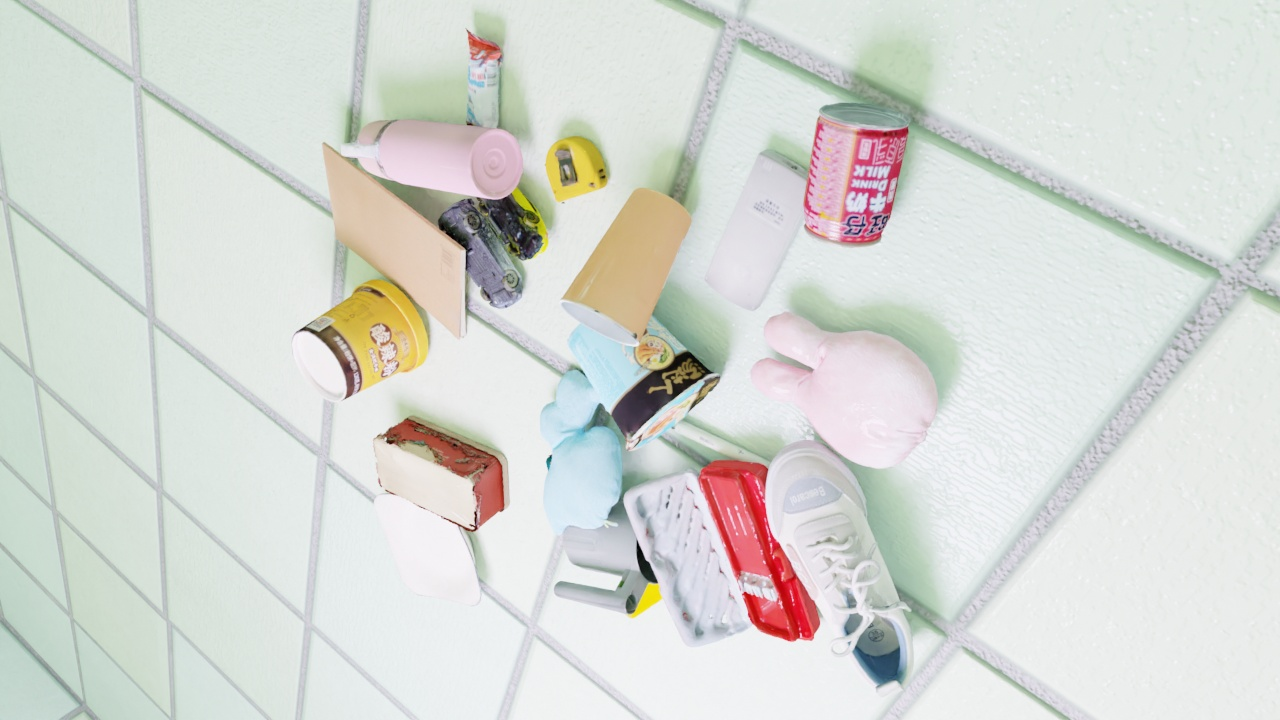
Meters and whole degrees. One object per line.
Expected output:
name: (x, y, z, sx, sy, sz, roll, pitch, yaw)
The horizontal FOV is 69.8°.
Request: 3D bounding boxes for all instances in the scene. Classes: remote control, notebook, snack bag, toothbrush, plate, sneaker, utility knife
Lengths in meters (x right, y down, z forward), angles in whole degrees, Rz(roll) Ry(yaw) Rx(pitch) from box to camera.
remote control: (0.100, -0.107, 0.775, 0.056, 0.019, 0.135, 35, 129, 17)
notebook: (-0.270, -0.129, 1.012, 0.211, 0.012, 0.150, 37, 146, 15)
snack bag: (-0.152, -0.260, 0.878, 0.048, 0.026, 0.104, 33, 129, 30)
toothbrush: (0.106, 0.097, 0.874, 0.190, 0.020, 0.029, 25, 120, 25)
plate: (-0.274, 0.243, 1.219, 0.165, 0.034, 0.164, -1, 112, 37)
sneaker: (0.174, 0.187, 0.800, 0.090, 0.090, 0.242, -22, 106, 16)
utility knife: (0.018, 0.250, 1.022, 0.033, 0.015, 0.154, 53, 133, 10)

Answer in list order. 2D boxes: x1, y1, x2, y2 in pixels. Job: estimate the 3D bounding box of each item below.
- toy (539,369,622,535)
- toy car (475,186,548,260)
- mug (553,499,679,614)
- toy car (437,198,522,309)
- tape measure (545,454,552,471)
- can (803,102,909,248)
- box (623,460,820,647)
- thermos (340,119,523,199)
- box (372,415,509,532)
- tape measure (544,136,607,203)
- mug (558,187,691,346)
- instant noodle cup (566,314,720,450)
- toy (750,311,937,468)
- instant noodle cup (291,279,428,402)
toy: (-0.061, 0.101, 0.953, 0.156, 0.049, 0.162, 49, 113, 32)
toy car: (-0.126, -0.147, 0.914, 0.105, 0.032, 0.048, 52, 132, 18)
mug: (-0.028, 0.202, 0.962, 0.104, 0.123, 0.084, 0, 136, 38)
toy car: (-0.163, -0.110, 0.957, 0.054, 0.036, 0.120, -18, 108, 45)
tape measure: (-0.078, 0.133, 1.025, 0.055, 0.025, 0.058, -2, 112, 38)
can: (0.159, -0.138, 0.685, 0.066, 0.066, 0.094, 21, 123, 27)
box: (0.083, 0.194, 0.904, 0.160, 0.064, 0.201, -12, 112, 24)
thermos: (-0.212, -0.202, 0.901, 0.199, 0.087, 0.067, 17, 111, 37)
box: (-0.250, 0.139, 1.120, 0.168, 0.077, 0.091, 18, 123, 28)
tape measure: (-0.063, -0.178, 0.853, 0.060, 0.028, 0.057, -8, 107, 38)
mug: (-0.007, -0.083, 0.796, 0.078, 0.122, 0.078, 28, 170, 5)
instant noodle cup: (-0.005, 0.005, 0.860, 0.120, 0.111, 0.111, 51, 132, 12)
toy: (0.168, 0.021, 0.768, 0.159, 0.054, 0.121, 31, 129, 22)
instant noodle cup: (-0.328, -0.019, 1.063, 0.118, 0.114, 0.119, 22, 130, 29)
